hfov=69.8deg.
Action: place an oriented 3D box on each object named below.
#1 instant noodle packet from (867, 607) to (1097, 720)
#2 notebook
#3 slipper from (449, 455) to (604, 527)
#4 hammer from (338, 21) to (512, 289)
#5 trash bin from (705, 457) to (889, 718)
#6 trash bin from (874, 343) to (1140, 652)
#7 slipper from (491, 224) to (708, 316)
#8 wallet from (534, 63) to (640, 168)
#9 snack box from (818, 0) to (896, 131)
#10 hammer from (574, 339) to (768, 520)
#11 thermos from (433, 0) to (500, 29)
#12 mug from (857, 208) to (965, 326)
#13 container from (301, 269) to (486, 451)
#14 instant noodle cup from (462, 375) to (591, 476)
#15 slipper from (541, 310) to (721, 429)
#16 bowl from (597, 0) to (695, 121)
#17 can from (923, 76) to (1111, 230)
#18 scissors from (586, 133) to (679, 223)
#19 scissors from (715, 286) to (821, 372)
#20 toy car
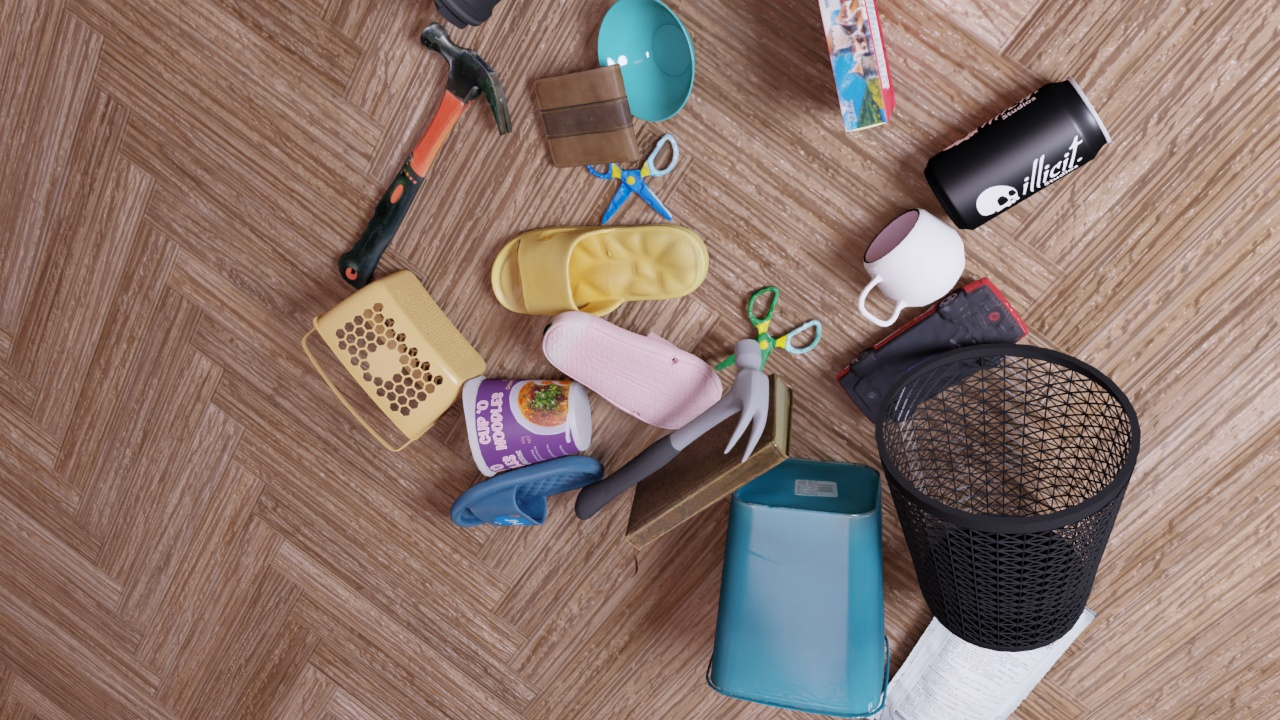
[{"bbox_3d":[0.389,0.355,1.075,0.147,0.057,0.270,27,111,3],"label":"instant noodle packet"},{"bbox_3d":[0.072,0.123,1.002,0.216,0.189,0.034,-36,108,26],"label":"notebook"},{"bbox_3d":[-0.143,0.170,1.135,0.214,0.103,0.059,-23,62,19],"label":"slipper"},{"bbox_3d":[-0.267,-0.211,1.065,0.133,0.033,0.334,40,118,-1],"label":"hammer"},{"bbox_3d":[0.181,0.237,1.017,0.197,0.198,0.219,4,105,15],"label":"trash bin"},{"bbox_3d":[0.350,0.146,0.889,0.217,0.216,0.243,-3,132,19],"label":"trash bin"},{"bbox_3d":[-0.057,-0.099,1.015,0.264,0.078,0.099,-3,107,19],"label":"slipper"},{"bbox_3d":[-0.057,-0.253,0.961,0.121,0.026,0.099,4,117,41],"label":"wallet"},{"bbox_3d":[0.194,-0.288,0.822,0.040,0.142,0.145,-10,107,22],"label":"snack box"},{"bbox_3d":[0.025,0.103,1.011,0.029,0.124,0.312,28,132,-29],"label":"hammer"},{"bbox_3d":[-0.117,-0.428,0.895,0.219,0.105,0.106,-29,100,20],"label":"thermos"},{"bbox_3d":[0.262,-0.084,0.900,0.076,0.090,0.123,41,82,-12],"label":"mug"},{"bbox_3d":[-0.305,0.005,1.108,0.167,0.129,0.183,-36,97,17],"label":"container"},{"bbox_3d":[-0.128,0.067,1.085,0.122,0.121,0.137,-7,141,10],"label":"instant noodle cup"},{"bbox_3d":[-0.006,0.006,1.028,0.221,0.055,0.107,26,126,-18],"label":"slipper"},{"bbox_3d":[0.017,-0.305,0.916,0.121,0.046,0.121,25,132,31],"label":"bowl"},{"bbox_3d":[0.345,-0.189,0.848,0.146,0.080,0.080,-32,98,26],"label":"can"},{"bbox_3d":[-0.007,-0.200,0.996,0.125,0.013,0.130,46,119,-2],"label":"scissors"},{"bbox_3d":[0.144,-0.015,1.010,0.117,0.012,0.130,15,103,7],"label":"scissors"},{"bbox_3d":[0.297,-0.005,0.949,0.190,0.056,0.081,-37,95,26],"label":"toy car"}]
